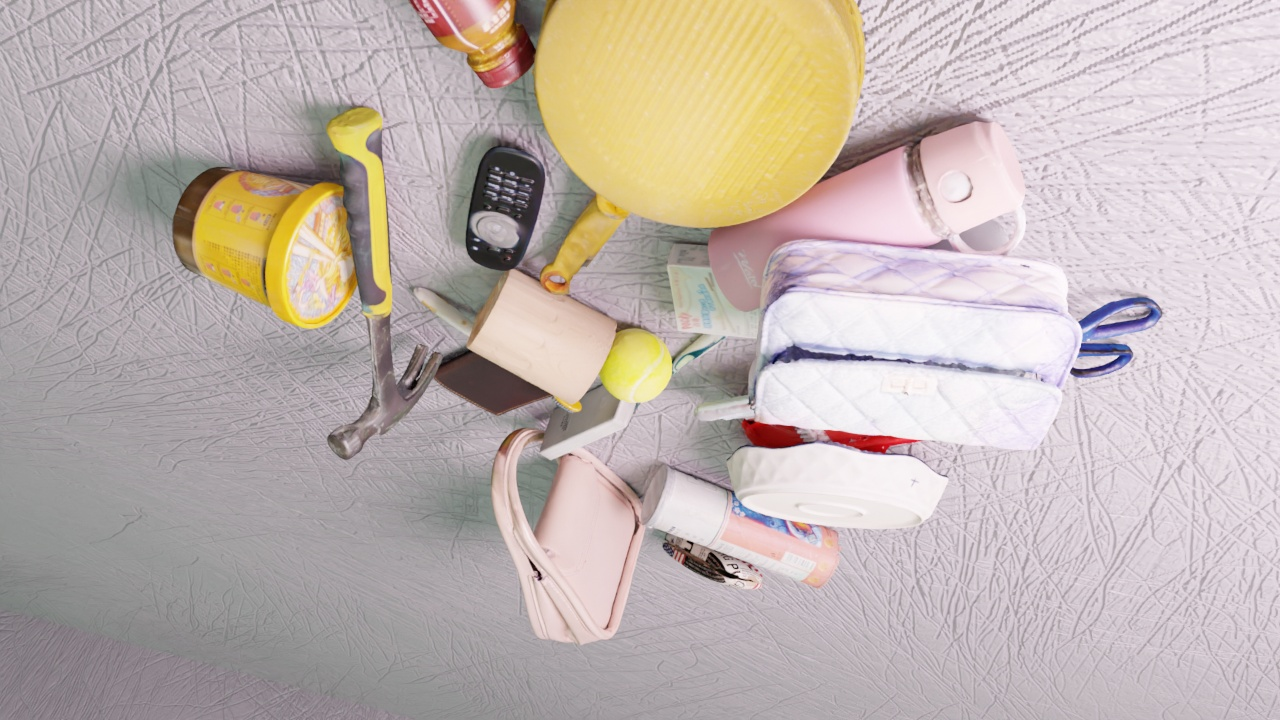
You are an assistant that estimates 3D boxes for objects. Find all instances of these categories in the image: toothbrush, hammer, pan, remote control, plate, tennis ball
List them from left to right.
[{"bbox_3d":[-0.223,-0.060,0.773,0.032,0.125,0.324,28,135,19],"label":"hammer"},{"bbox_3d":[-0.134,-0.008,0.861,0.191,0.016,0.018,37,144,-10],"label":"toothbrush"},{"bbox_3d":[-0.105,-0.119,0.710,0.053,0.024,0.137,15,145,-9],"label":"remote control"},{"bbox_3d":[-0.052,0.058,0.914,0.019,0.056,0.135,34,142,-26],"label":"remote control"},{"bbox_3d":[-0.005,0.005,0.810,0.065,0.065,0.066,11,146,7],"label":"tennis ball"},{"bbox_3d":[0.000,-0.134,0.617,0.197,0.078,0.359,25,136,-13],"label":"pan"},{"bbox_3d":[0.032,0.008,0.842,0.016,0.018,0.192,27,145,-18],"label":"toothbrush"},{"bbox_3d":[0.180,0.122,0.867,0.205,0.045,0.205,7,163,2],"label":"plate"}]

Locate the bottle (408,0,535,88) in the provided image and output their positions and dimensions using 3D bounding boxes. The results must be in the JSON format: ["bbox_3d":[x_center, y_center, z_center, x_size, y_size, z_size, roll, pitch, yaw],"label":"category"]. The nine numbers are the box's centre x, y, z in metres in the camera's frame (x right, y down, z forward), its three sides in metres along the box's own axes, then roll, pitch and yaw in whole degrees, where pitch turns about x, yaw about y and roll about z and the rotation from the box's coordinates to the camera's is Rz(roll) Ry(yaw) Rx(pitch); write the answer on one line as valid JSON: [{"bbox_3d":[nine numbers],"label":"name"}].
[{"bbox_3d":[-0.119,-0.236,0.521,0.058,0.057,0.175,-6,141,29],"label":"bottle"}]

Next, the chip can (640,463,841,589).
[{"bbox_3d":[0.112,0.186,1.016,0.214,0.071,0.071,22,146,-9],"label":"chip can"}]

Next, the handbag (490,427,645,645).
[{"bbox_3d":[-0.089,0.173,0.991,0.093,0.192,0.234,-10,130,23],"label":"handbag"}]

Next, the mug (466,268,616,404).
[{"bbox_3d":[-0.091,-0.022,0.810,0.103,0.084,0.125,28,171,-15],"label":"mug"}]

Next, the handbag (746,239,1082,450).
[{"bbox_3d":[0.168,-0.004,0.590,0.194,0.075,0.134,6,138,9],"label":"handbag"}]

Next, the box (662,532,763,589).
[{"bbox_3d":[0.084,0.231,1.077,0.068,0.052,0.164,35,168,-28],"label":"box"}]

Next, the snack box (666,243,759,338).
[{"bbox_3d":[0.103,-0.050,0.722,0.157,0.026,0.085,7,145,14],"label":"snack box"}]

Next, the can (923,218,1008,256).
[{"bbox_3d":[0.232,-0.036,0.661,0.058,0.058,0.147,2,144,21],"label":"can"}]

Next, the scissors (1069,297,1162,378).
[{"bbox_3d":[0.290,-0.017,0.648,0.172,0.012,0.133,17,130,-32],"label":"scissors"}]

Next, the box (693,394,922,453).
[{"bbox_3d":[0.167,0.044,0.805,0.202,0.058,0.161,-13,151,37],"label":"box"}]

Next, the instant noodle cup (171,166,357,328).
[{"bbox_3d":[-0.302,-0.098,0.749,0.114,0.118,0.119,18,147,11],"label":"instant noodle cup"}]

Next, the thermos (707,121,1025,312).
[{"bbox_3d":[0.148,-0.084,0.604,0.199,0.067,0.087,-18,103,32],"label":"thermos"}]

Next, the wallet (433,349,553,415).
[{"bbox_3d":[-0.140,0.018,0.927,0.123,0.020,0.096,-20,136,40],"label":"wallet"}]
